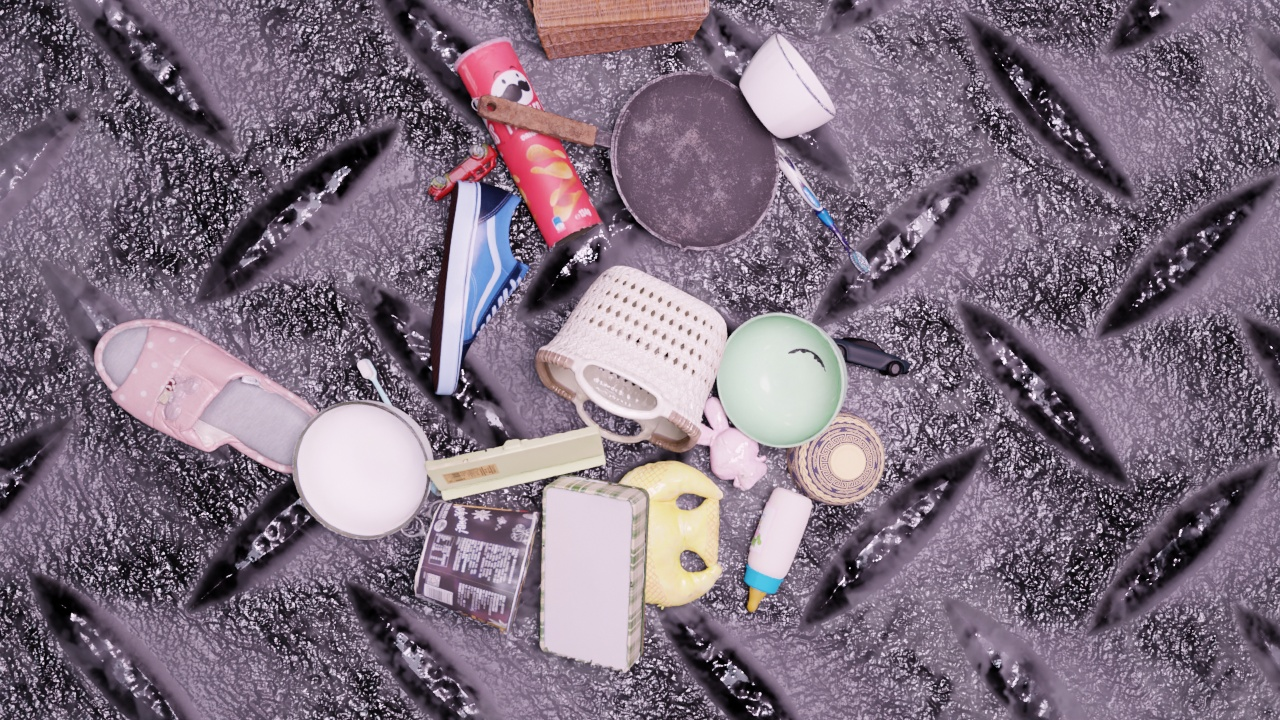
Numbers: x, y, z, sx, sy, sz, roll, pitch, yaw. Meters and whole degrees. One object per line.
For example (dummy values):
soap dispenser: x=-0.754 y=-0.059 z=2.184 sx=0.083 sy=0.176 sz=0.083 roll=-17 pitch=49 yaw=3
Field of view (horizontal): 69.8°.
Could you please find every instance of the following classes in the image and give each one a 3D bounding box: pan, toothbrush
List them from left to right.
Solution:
toothbrush: x=-0.276 y=0.078 z=1.056 sx=0.016 sy=0.016 sz=0.180 roll=-30 pitch=92 yaw=1
pan: x=-0.013 y=-0.239 z=1.025 sx=0.356 sy=0.040 sz=0.207 roll=11 pitch=85 yaw=-15
toothbrush: x=0.212 y=-0.178 z=1.081 sx=0.016 sy=0.017 sz=0.189 roll=-38 pitch=92 yaw=-2

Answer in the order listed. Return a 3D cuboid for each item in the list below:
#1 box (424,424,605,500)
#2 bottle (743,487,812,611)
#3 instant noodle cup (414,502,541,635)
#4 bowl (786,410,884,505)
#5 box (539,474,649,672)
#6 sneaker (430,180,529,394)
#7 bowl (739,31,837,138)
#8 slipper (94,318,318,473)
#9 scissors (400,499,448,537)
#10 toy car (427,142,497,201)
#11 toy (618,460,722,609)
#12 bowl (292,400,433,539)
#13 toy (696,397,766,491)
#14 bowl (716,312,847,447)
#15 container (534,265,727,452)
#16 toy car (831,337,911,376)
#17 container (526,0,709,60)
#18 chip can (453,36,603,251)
box: x=-0.131 y=0.114 z=1.005 sx=0.187 sy=0.141 sz=0.044 roll=-12 pitch=75 yaw=-5
bottle: x=0.152 y=0.221 z=1.059 sx=0.051 sy=0.051 sz=0.146 roll=21 pitch=89 yaw=-3
instant noodle cup: x=-0.177 y=0.217 z=0.996 sx=0.112 sy=0.137 sz=0.137 roll=14 pitch=89 yaw=-3
bowl: x=0.231 y=0.114 z=1.058 sx=0.112 sy=0.061 sz=0.112 roll=0 pitch=90 yaw=-3
box: x=-0.050 y=0.234 z=1.012 sx=0.118 sy=0.049 sz=0.205 roll=5 pitch=103 yaw=21
sneaker: x=-0.176 y=-0.076 z=1.031 sx=0.098 sy=0.083 sz=0.241 roll=8 pitch=95 yaw=-21
bowl: x=0.162 y=-0.304 z=1.036 sx=0.066 sy=0.116 sz=0.116 roll=-34 pitch=92 yaw=26
slipper: x=-0.481 y=0.041 z=1.025 sx=0.274 sy=0.054 sz=0.114 roll=27 pitch=89 yaw=-4
scissors: x=-0.227 y=0.227 z=1.058 sx=0.095 sy=0.014 sz=0.170 roll=-21 pitch=88 yaw=-5
toy car: x=-0.204 y=-0.214 z=1.048 sx=0.091 sy=0.042 sz=0.036 roll=-35 pitch=102 yaw=-5
toy: x=0.017 y=0.199 z=1.045 sx=0.155 sy=0.064 sz=0.170 roll=-1 pitch=93 yaw=1
bowl: x=-0.298 y=0.114 z=1.018 sx=0.153 sy=0.072 sz=0.153 roll=1 pitch=98 yaw=5
toy: x=0.099 y=0.098 z=1.061 sx=0.063 sy=0.047 sz=0.110 roll=-39 pitch=81 yaw=-6
bowl: x=0.169 y=0.019 z=1.036 sx=0.151 sy=0.076 sz=0.151 roll=4 pitch=97 yaw=32
container: x=-0.006 y=0.006 z=0.965 sx=0.184 sy=0.246 sz=0.142 roll=27 pitch=79 yaw=1
toy car: x=0.258 y=-0.008 z=1.069 sx=0.112 sy=0.046 sz=0.034 roll=16 pitch=91 yaw=-1
container: x=-0.027 y=-0.414 z=1.021 sx=0.198 sy=0.113 sz=0.114 roll=-7 pitch=90 yaw=-3
chip can: x=-0.125 y=-0.242 z=1.037 sx=0.073 sy=0.073 sz=0.233 roll=-27 pitch=92 yaw=-3
